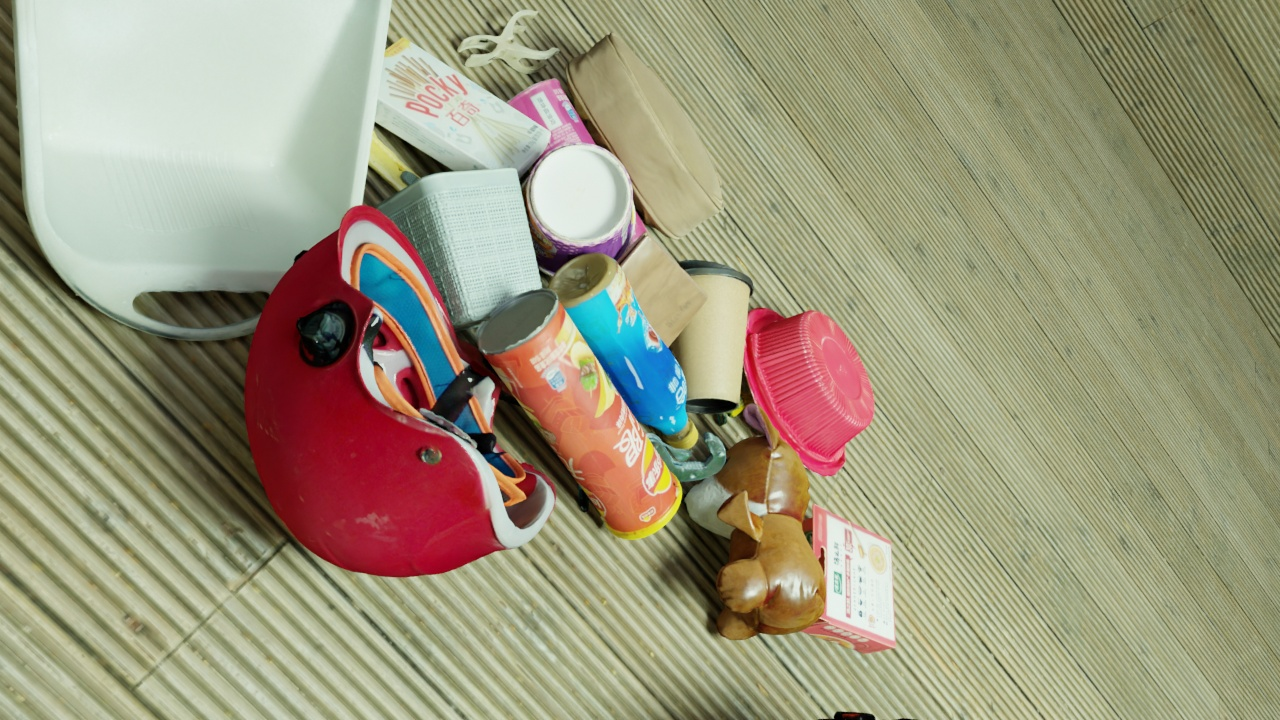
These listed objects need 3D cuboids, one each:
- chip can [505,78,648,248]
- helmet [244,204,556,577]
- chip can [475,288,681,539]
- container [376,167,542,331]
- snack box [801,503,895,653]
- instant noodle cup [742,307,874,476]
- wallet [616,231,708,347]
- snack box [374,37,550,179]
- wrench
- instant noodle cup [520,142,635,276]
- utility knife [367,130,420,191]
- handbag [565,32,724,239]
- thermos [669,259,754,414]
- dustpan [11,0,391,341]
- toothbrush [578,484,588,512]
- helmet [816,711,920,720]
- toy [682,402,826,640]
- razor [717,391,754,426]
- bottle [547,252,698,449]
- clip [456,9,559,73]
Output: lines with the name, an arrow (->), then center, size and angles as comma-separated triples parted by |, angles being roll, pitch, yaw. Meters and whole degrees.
chip can -> -0.052, -0.154, 0.857 | 0.071, 0.072, 0.210 | -32, 92, -46
helmet -> -0.172, 0.034, 0.589 | 0.240, 0.144, 0.207 | 61, 3, 15
chip can -> -0.042, 0.046, 0.714 | 0.217, 0.073, 0.073 | 59, 40, -32
container -> -0.138, -0.083, 0.724 | 0.089, 0.090, 0.111 | -17, 92, -44
snack box -> 0.197, 0.219, 0.914 | 0.127, 0.044, 0.113 | 28, 53, -31
instant noodle cup -> 0.185, 0.020, 0.963 | 0.193, 0.066, 0.193 | 36, 40, -37
wallet -> -0.003, -0.043, 0.820 | 0.115, 0.020, 0.101 | -49, 128, 1
snack box -> -0.162, -0.208, 0.783 | 0.157, 0.027, 0.084 | 32, 48, -3
wrench -> -0.049, 0.045, 0.766 | 0.273, 0.056, 0.016 | 24, 26, -20
instant noodle cup -> -0.054, -0.129, 0.769 | 0.111, 0.099, 0.111 | 0, 86, -6
utility knife -> -0.184, -0.139, 0.775 | 0.196, 0.020, 0.030 | 46, 52, -22
handbag -> 0.003, -0.217, 0.919 | 0.204, 0.100, 0.147 | 60, 17, 0
thermos -> 0.064, -0.024, 0.890 | 0.093, 0.093, 0.143 | 15, 69, -37
dustpan -> -0.265, -0.150, 0.577 | 0.222, 0.258, 0.142 | -4, 49, -43
toothbrush -> -0.056, 0.039, 0.800 | 0.014, 0.016, 0.189 | 14, 63, -44
helmet -> 0.158, 0.382, 0.665 | 0.274, 0.231, 0.232 | 30, 58, -18
toy -> 0.101, 0.147, 0.825 | 0.130, 0.140, 0.199 | 5, 55, 6
razor -> 0.125, 0.042, 0.953 | 0.132, 0.028, 0.043 | 1, 65, -44
bottle -> -0.005, 0.005, 0.787 | 0.219, 0.065, 0.065 | 58, 37, -40
clip -> -0.133, -0.317, 0.895 | 0.103, 0.035, 0.092 | 0, 73, -34
